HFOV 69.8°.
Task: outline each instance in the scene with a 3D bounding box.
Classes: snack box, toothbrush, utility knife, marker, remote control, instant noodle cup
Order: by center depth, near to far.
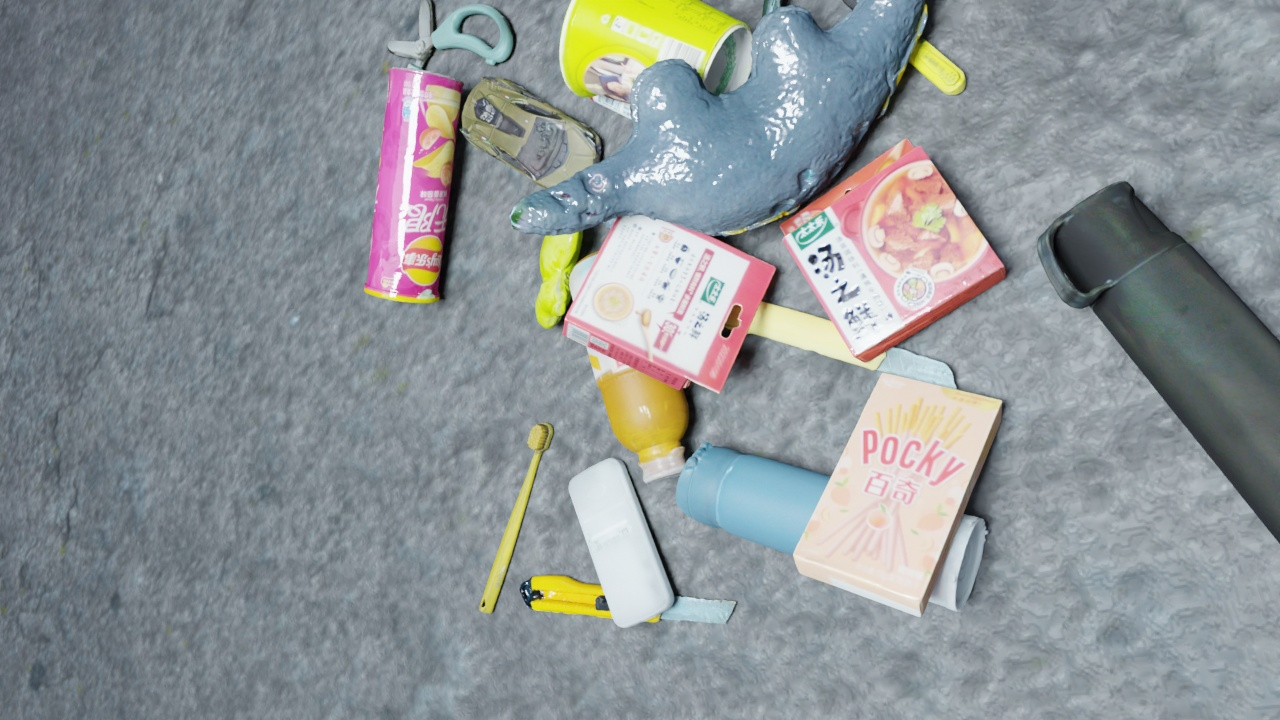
[{"bbox_3d":[0.170,0.082,0.599,0.084,0.026,0.157,14,58,32],"label":"snack box"},{"bbox_3d":[0.168,-0.081,0.640,0.113,0.044,0.127,-34,71,18],"label":"snack box"},{"bbox_3d":[0.187,-0.233,0.659,0.018,0.015,0.124,-45,65,17],"label":"marker"},{"bbox_3d":[0.136,-0.015,0.682,0.205,0.021,0.031,21,104,38],"label":"utility knife"},{"bbox_3d":[0.021,-0.045,0.699,0.127,0.044,0.113,26,73,1],"label":"snack box"},{"bbox_3d":[0.019,-0.242,0.721,0.123,0.111,0.112,28,103,21],"label":"instant noodle cup"},{"bbox_3d":[-0.017,0.150,0.765,0.056,0.020,0.136,-31,66,21],"label":"remote control"},{"bbox_3d":[0.010,-0.202,0.771,0.145,0.017,0.017,34,106,29],"label":"marker"},{"bbox_3d":[-0.018,0.203,0.775,0.216,0.015,0.033,-4,88,32],"label":"utility knife"},{"bbox_3d":[-0.117,0.145,0.839,0.016,0.016,0.190,25,102,31],"label":"toothbrush"}]

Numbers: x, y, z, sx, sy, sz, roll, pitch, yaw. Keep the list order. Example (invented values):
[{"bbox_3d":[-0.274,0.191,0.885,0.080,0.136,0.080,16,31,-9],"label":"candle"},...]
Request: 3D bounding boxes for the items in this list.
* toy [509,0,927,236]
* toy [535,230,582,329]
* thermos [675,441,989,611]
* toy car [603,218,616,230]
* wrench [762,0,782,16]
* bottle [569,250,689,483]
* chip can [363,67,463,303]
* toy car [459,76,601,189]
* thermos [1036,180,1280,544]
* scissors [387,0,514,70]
[{"bbox_3d":[0.077,-0.165,0.653,0.356,0.138,0.091,-30,37,6],"label":"toy"},{"bbox_3d":[-0.072,-0.082,0.799,0.097,0.031,0.100,139,138,-61],"label":"toy"},{"bbox_3d":[0.128,0.113,0.658,0.221,0.070,0.070,13,95,33],"label":"thermos"},{"bbox_3d":[0.016,-0.133,0.754,0.121,0.036,0.054,0,88,36],"label":"toy car"},{"bbox_3d":[0.111,-0.362,0.698,0.016,0.056,0.273,6,87,-6],"label":"wrench"},{"bbox_3d":[-0.004,0.004,0.742,0.068,0.068,0.189,-24,76,30],"label":"bottle"},{"bbox_3d":[-0.215,-0.164,0.870,0.071,0.071,0.211,15,102,32],"label":"chip can"},{"bbox_3d":[-0.101,-0.204,0.829,0.158,0.042,0.070,33,106,27],"label":"toy car"},{"bbox_3d":[0.322,0.011,0.524,0.242,0.089,0.069,58,158,21],"label":"thermos"},{"bbox_3d":[-0.192,-0.279,0.903,0.170,0.019,0.171,3,89,34],"label":"scissors"}]
